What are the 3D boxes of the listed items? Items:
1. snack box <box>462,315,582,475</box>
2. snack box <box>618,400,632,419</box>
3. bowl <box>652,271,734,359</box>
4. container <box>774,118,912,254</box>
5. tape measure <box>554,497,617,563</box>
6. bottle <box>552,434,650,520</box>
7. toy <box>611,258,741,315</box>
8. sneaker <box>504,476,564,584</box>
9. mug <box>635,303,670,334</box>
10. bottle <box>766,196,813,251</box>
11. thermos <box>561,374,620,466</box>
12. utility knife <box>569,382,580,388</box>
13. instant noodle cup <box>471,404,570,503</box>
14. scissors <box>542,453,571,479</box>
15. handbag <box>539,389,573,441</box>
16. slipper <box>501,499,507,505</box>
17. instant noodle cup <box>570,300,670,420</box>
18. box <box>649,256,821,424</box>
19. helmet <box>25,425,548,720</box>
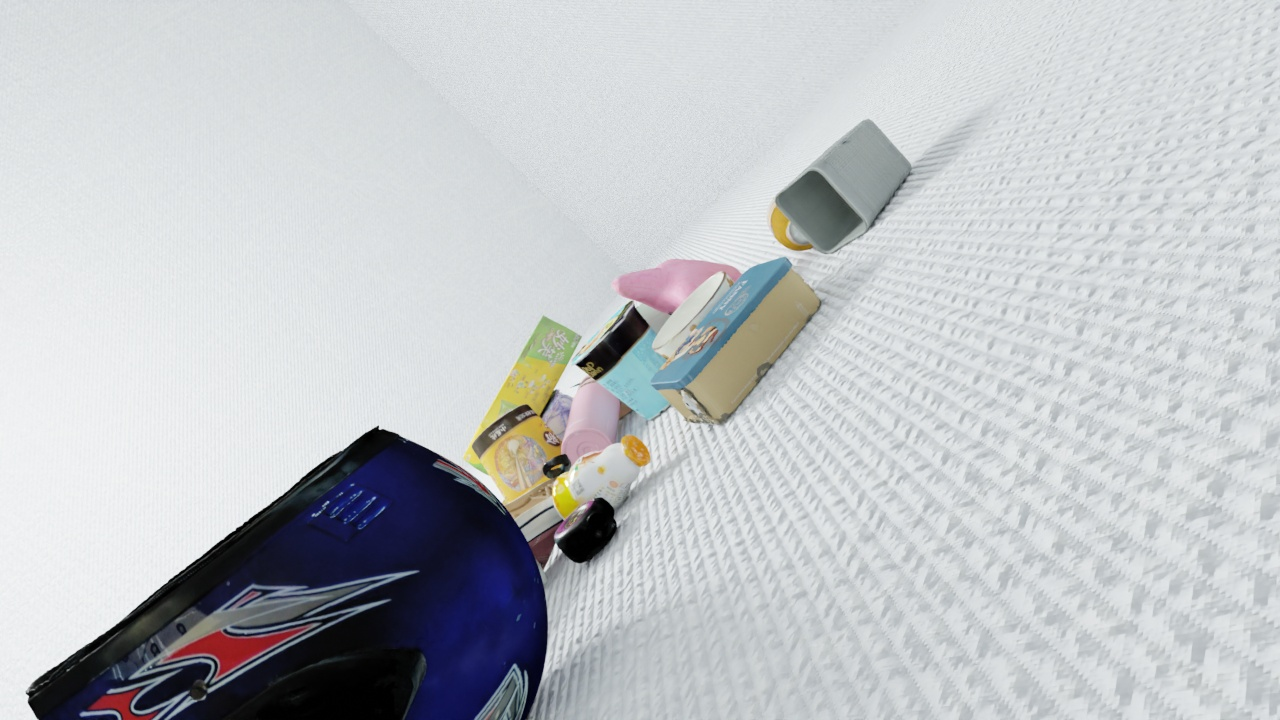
[{"bbox_3d":[-0.177,0.057,1.368,0.209,0.070,0.158,-64,7,-30],"label":"snack box"},{"bbox_3d":[-0.014,0.047,1.335,0.084,0.026,0.158,-52,9,-37],"label":"snack box"},{"bbox_3d":[0.072,-0.034,0.987,0.113,0.062,0.113,-45,10,10],"label":"bowl"},{"bbox_3d":[0.227,-0.194,1.011,0.114,0.090,0.090,-46,6,-26],"label":"container"},{"bbox_3d":[-0.048,0.159,0.846,0.058,0.039,0.057,-41,7,5],"label":"tape measure"},{"bbox_3d":[-0.038,0.118,0.911,0.109,0.063,0.063,-43,8,27],"label":"bottle"},{"bbox_3d":[0.061,-0.086,1.134,0.178,0.194,0.075,-67,-18,-76],"label":"toy"},{"bbox_3d":[-0.129,0.195,0.935,0.118,0.088,0.240,-9,10,41],"label":"sneaker"},{"bbox_3d":[0.032,-0.035,1.250,0.106,0.082,0.111,-28,52,4],"label":"mug"},{"bbox_3d":[0.197,-0.175,1.155,0.068,0.068,0.189,-45,7,13],"label":"bottle"},{"bbox_3d":[-0.053,0.071,1.198,0.087,0.067,0.198,-32,16,15],"label":"thermos"},{"bbox_3d":[-0.030,0.017,1.354,0.195,0.013,0.029,-17,-12,-43],"label":"utility knife"},{"bbox_3d":[-0.149,0.129,1.195,0.118,0.114,0.118,-38,-10,-8],"label":"instant noodle cup"},{"bbox_3d":[-0.077,0.134,1.075,0.159,0.014,0.181,-21,-19,2],"label":"scissors"},{"bbox_3d":[-0.127,0.118,1.370,0.134,0.075,0.194,-63,6,1],"label":"handbag"},{"bbox_3d":[-0.199,0.245,1.203,0.114,0.054,0.274,-46,4,2],"label":"slipper"},{"bbox_3d":[-0.007,0.007,1.128,0.111,0.120,0.111,-45,8,8],"label":"instant noodle cup"},{"bbox_3d":[0.096,-0.022,0.884,0.184,0.064,0.090,-51,15,-18],"label":"box"},{"bbox_3d":[-0.211,0.212,0.633,0.315,0.240,0.247,-36,6,-2],"label":"helmet"}]
